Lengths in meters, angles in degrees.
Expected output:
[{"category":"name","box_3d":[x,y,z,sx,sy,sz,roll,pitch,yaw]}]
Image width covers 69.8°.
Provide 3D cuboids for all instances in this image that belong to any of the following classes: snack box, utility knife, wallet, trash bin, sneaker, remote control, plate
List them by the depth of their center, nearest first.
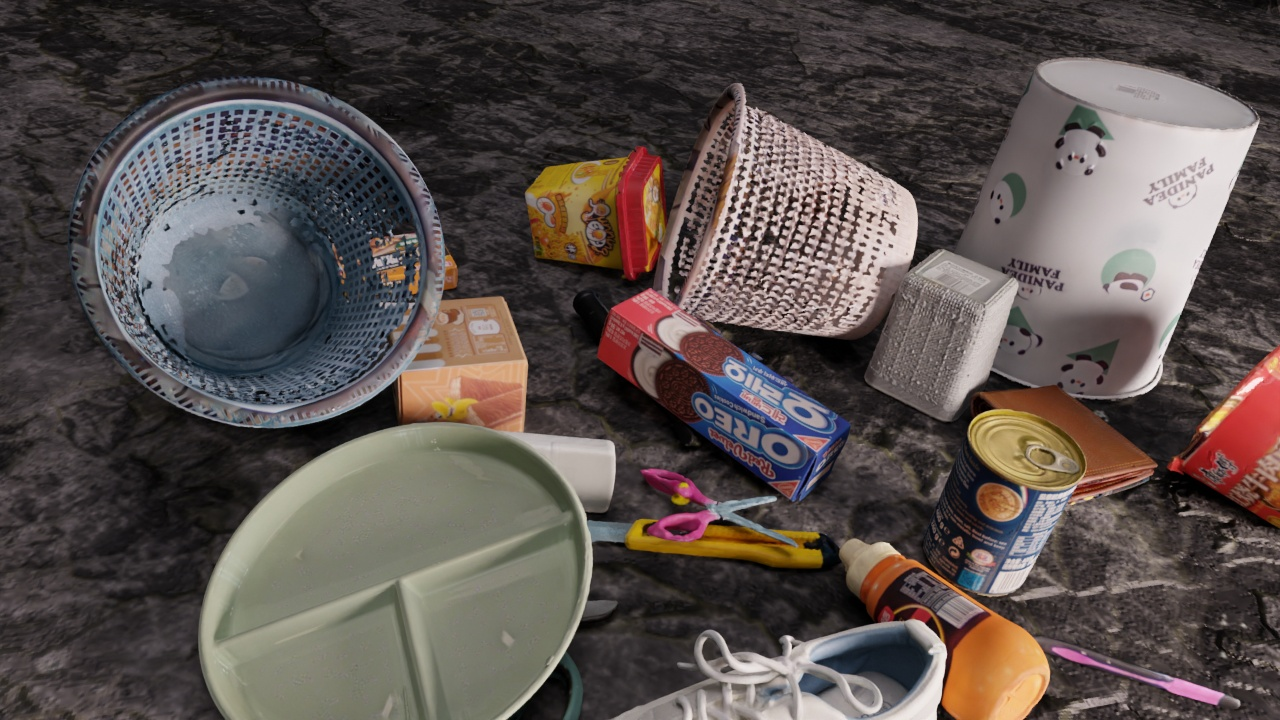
[{"category":"sneaker","box_3d":[0.061,0.194,0.483,0.241,0.091,0.089,-10,38,-21]},{"category":"plate","box_3d":[-0.141,0.132,0.545,0.230,0.027,0.229,-3,46,3]},{"category":"utility knife","box_3d":[0.027,0.124,0.639,0.230,0.015,0.033,5,33,-3]},{"category":"remote control","box_3d":[-0.093,0.076,0.649,0.150,0.058,0.021,6,33,-3]},{"category":"trash bin","box_3d":[-0.280,-0.066,0.670,0.226,0.226,0.195,-15,5,-28]},{"category":"snack box","box_3d":[-0.145,0.009,0.717,0.094,0.077,0.092,-5,37,-18]},{"category":"snack box","box_3d":[0.063,0.023,0.727,0.207,0.057,0.058,36,40,22]},{"category":"wallet","box_3d":[0.350,0.065,0.768,0.101,0.032,0.124,-7,38,-24]},{"category":"trash bin","box_3d":[0.134,-0.115,0.846,0.192,0.228,0.227,16,34,-9]},{"category":"trash bin","box_3d":[0.420,-0.130,0.858,0.229,0.252,0.229,5,35,-4]},{"category":"snack box","box_3d":[-0.259,-0.088,0.877,0.153,0.026,0.075,-11,40,-24]}]

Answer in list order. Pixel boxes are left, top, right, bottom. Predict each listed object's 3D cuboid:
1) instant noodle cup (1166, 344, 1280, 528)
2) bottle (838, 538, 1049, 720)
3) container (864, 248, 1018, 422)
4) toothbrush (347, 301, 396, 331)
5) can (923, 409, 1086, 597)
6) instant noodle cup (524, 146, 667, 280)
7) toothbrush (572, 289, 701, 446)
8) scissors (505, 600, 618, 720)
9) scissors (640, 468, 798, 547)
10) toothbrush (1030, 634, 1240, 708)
[{"category":"instant noodle cup","box_3d":[0.507,0.065,0.711,0.137,0.138,0.108,-22,53,-34]},{"category":"bottle","box_3d":[0.180,0.162,0.578,0.066,0.067,0.149,-14,33,-27]},{"category":"container","box_3d":[0.266,-0.026,0.804,0.090,0.114,0.090,29,40,27]},{"category":"toothbrush","box_3d":[-0.278,-0.041,0.807,0.221,0.026,0.026,2,73,-7]},{"category":"can","box_3d":[0.246,0.099,0.630,0.075,0.111,0.075,4,37,-4]},{"category":"instant noodle cup","box_3d":[-0.044,-0.152,0.941,0.124,0.116,0.115,3,34,14]},{"category":"toothbrush","box_3d":[-0.005,0.005,0.794,0.027,0.026,0.212,25,19,-44]},{"category":"scissors","box_3d":[-0.102,0.171,0.550,0.170,0.019,0.174,7,37,2]},{"category":"scissors","box_3d":[0.049,0.106,0.647,0.133,0.017,0.135,21,18,29]},{"category":"toothbrush","box_3d":[0.286,0.190,0.594,0.189,0.014,0.017,15,24,10]}]
